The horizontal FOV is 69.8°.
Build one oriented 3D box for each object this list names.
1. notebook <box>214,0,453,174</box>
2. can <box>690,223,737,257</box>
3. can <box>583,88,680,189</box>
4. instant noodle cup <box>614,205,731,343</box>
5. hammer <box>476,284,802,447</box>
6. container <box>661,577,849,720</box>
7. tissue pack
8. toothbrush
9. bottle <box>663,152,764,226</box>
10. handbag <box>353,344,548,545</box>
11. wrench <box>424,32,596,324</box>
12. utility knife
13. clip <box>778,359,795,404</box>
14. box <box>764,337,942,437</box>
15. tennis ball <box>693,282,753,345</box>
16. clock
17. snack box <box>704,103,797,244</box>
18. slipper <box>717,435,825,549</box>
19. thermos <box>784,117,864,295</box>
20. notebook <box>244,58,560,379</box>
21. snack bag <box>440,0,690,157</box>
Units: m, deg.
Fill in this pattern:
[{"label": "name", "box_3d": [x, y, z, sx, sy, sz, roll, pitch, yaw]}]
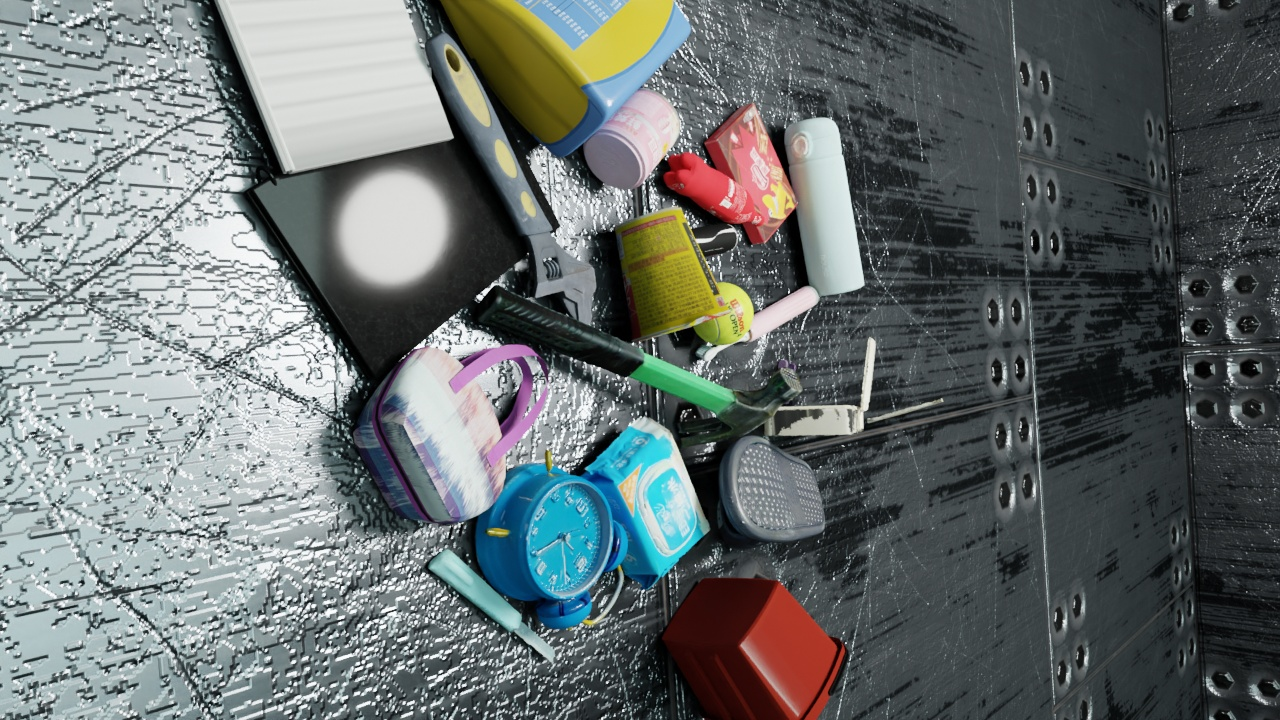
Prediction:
[{"label": "notebook", "box_3d": [-0.230, -0.248, 0.658, 0.142, 0.009, 0.210, -27, 101, -43]}, {"label": "can", "box_3d": [0.067, -0.125, 0.963, 0.080, 0.032, 0.031, -17, 100, -45]}, {"label": "can", "box_3d": [-0.008, -0.208, 0.864, 0.067, 0.067, 0.076, 56, 51, -28]}, {"label": "instant noodle cup", "box_3d": [0.022, -0.083, 0.879, 0.100, 0.101, 0.112, -19, 91, -45]}, {"label": "hammer", "box_3d": [-0.005, 0.005, 0.840, 0.318, 0.131, 0.032, 23, 42, -33]}, {"label": "container", "box_3d": [0.128, 0.323, 0.920, 0.126, 0.148, 0.201, -47, 111, -36]}, {"label": "tissue pack", "box_3d": [0.008, 0.136, 0.865, 0.092, 0.062, 0.144, -41, 117, -40]}, {"label": "toothbrush", "box_3d": [0.134, -0.041, 1.032, 0.221, 0.026, 0.027, -27, 135, -44]}, {"label": "bottle", "box_3d": [0.083, -0.175, 0.971, 0.141, 0.042, 0.042, 23, 71, -40]}, {"label": "handbag", "box_3d": [-0.134, 0.045, 0.730, 0.169, 0.068, 0.144, -43, 117, -46]}, {"label": "wrench", "box_3d": [-0.104, -0.140, 0.767, 0.073, 0.022, 0.273, -46, 123, -36]}, {"label": "utility knife", "box_3d": [-0.117, 0.208, 0.763, 0.158, 0.015, 0.022, 50, 55, -29]}, {"label": "clip", "box_3d": [0.169, 0.025, 1.076, 0.036, 0.013, 0.052, 22, 74, -42]}, {"label": "box", "box_3d": [0.223, 0.034, 0.999, 0.145, 0.187, 0.101, 12, 61, -74]}, {"label": "tennis ball", "box_3d": [0.084, -0.048, 0.953, 0.065, 0.065, 0.065, 3, 85, -46]}, {"label": "clock", "box_3d": [-0.068, 0.159, 0.785, 0.161, 0.060, 0.116, 55, 52, -30]}, {"label": "snack box", "box_3d": [0.127, -0.211, 1.038, 0.089, 0.021, 0.133, -50, 122, -35]}, {"label": "slipper", "box_3d": [0.124, 0.147, 0.984, 0.267, 0.083, 0.110, 20, 55, -61]}, {"label": "thermos", "box_3d": [0.219, -0.184, 1.101, 0.077, 0.065, 0.207, -24, 105, -52]}, {"label": "notebook", "box_3d": [-0.173, -0.121, 0.723, 0.230, 0.019, 0.169, -47, 121, -37]}, {"label": "snack bag", "box_3d": [-0.079, -0.303, 0.783, 0.205, 0.102, 0.158, 46, 55, -14]}]
